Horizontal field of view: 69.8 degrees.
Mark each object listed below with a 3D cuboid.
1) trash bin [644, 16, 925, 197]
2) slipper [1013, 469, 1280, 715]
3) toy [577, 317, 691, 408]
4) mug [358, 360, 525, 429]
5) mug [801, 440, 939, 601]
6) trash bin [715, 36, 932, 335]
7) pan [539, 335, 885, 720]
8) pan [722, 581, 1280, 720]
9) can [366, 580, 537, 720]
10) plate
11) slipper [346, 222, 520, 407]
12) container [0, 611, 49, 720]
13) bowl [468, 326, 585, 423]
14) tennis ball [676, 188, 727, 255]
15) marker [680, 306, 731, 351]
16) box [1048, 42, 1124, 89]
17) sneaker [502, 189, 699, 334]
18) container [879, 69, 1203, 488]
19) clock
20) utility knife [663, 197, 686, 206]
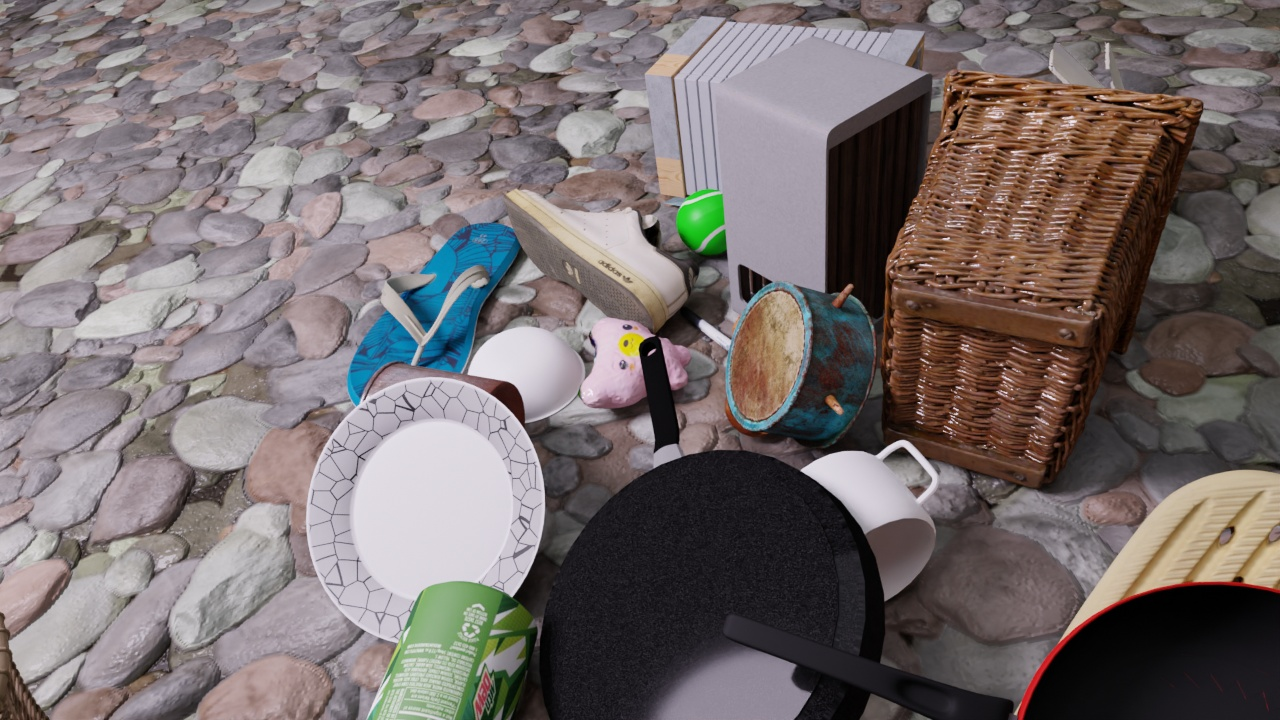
[{"bbox_3d":[0.154,-0.257,0.971,0.247,0.143,0.142,14,47,24],"label":"trash bin"},{"bbox_3d":[0.293,0.171,0.520,0.111,0.079,0.261,42,81,18],"label":"slipper"},{"bbox_3d":[-0.005,0.005,0.785,0.093,0.050,0.102,4,46,7],"label":"toy"},{"bbox_3d":[-0.161,0.067,0.729,0.110,0.096,0.122,7,76,23],"label":"mug"},{"bbox_3d":[0.145,0.104,0.603,0.116,0.094,0.068,-49,41,13],"label":"mug"},{"bbox_3d":[0.151,-0.128,0.765,0.114,0.229,0.114,-33,47,-23],"label":"trash bin"},{"bbox_3d":[0.025,0.108,0.602,0.226,0.034,0.355,-27,46,18],"label":"pan"},{"bbox_3d":[0.213,0.192,0.448,0.356,0.067,0.208,16,74,16],"label":"pan"},{"bbox_3d":[-0.119,0.214,0.552,0.083,0.083,0.143,2,43,13],"label":"can"},{"bbox_3d":[-0.155,0.107,0.665,0.189,0.016,0.188,-3,78,16],"label":"plate"},{"bbox_3d":[-0.201,-0.059,0.889,0.118,0.060,0.294,2,43,18],"label":"slipper"},{"bbox_3d":[-0.394,0.256,0.476,0.227,0.196,0.226,-6,42,5],"label":"container"},{"bbox_3d":[-0.107,0.003,0.814,0.110,0.041,0.109,-6,42,5],"label":"bowl"},{"bbox_3d":[0.069,-0.138,0.915,0.065,0.065,0.065,-6,42,5],"label":"tennis ball"},{"bbox_3d":[0.083,-0.010,0.813,0.011,0.011,0.152,-30,45,-20],"label":"marker"},{"bbox_3d":[0.423,-0.199,0.834,0.066,0.186,0.145,-14,30,35],"label":"box"},{"bbox_3d":[-0.038,-0.118,0.892,0.102,0.089,0.241,-39,55,-18],"label":"sneaker"},{"bbox_3d":[0.264,-0.041,0.653,0.162,0.250,0.182,16,58,26],"label":"container"},{"bbox_3d":[0.116,0.006,0.711,0.073,0.158,0.121,12,77,-24],"label":"clock"},{"bbox_3d":[0.115,-0.154,0.963,0.196,0.015,0.031,12,42,25],"label":"utility knife"}]
